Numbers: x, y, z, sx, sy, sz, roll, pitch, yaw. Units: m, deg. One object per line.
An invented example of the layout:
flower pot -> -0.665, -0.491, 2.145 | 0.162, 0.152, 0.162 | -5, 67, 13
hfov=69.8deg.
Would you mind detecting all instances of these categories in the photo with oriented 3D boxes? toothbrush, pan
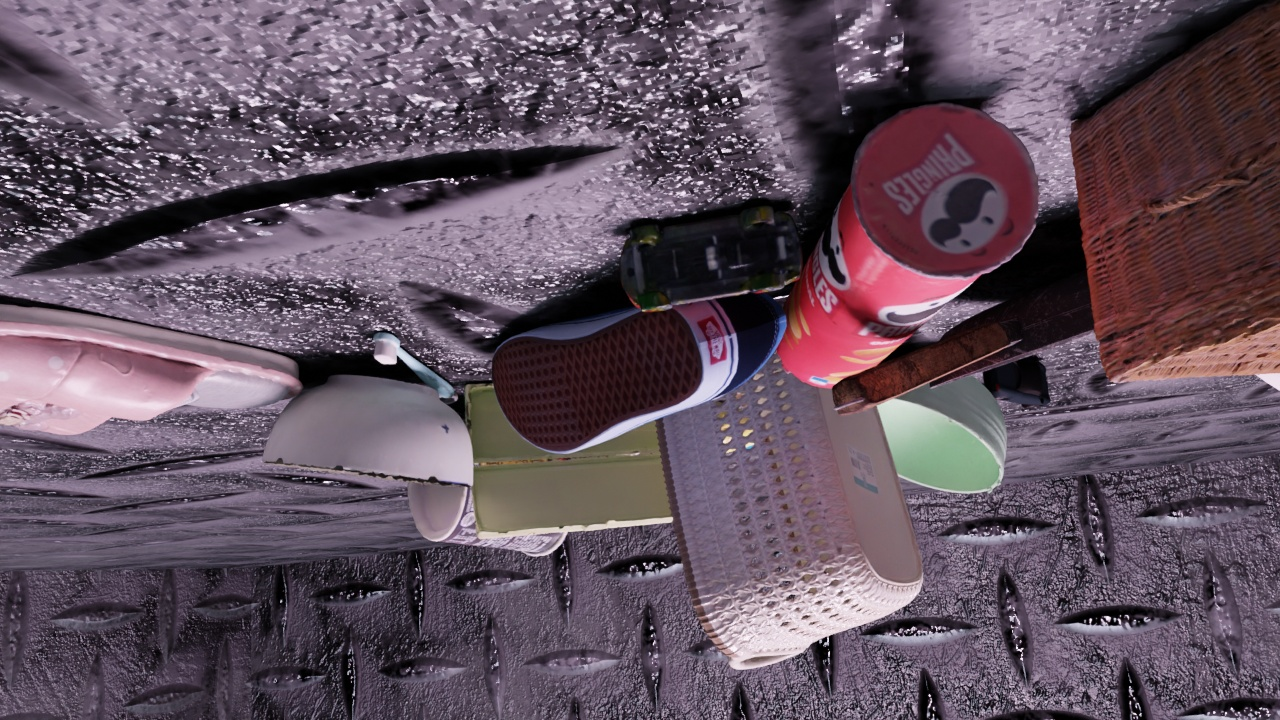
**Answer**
toothbrush -> -0.163, 0.009, 0.677 | 0.016, 0.016, 0.181 | -2, 168, 2
pan -> 0.216, -0.019, 0.516 | 0.356, 0.040, 0.208 | -10, 168, -41

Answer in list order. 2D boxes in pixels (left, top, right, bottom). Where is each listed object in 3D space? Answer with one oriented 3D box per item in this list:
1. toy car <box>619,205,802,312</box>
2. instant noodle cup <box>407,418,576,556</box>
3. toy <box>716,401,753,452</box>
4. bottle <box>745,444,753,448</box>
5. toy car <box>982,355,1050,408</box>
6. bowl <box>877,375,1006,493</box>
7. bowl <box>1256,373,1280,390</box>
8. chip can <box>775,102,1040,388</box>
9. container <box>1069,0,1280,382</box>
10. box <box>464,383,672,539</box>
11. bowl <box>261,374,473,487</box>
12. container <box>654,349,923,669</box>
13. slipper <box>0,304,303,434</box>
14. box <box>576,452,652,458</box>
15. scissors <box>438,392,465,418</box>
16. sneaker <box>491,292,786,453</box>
toy car -> 0.034, -0.050, 0.457 | 0.091, 0.042, 0.036 | -9, 176, 6
instant noodle cup -> -0.137, 0.109, 0.826 | 0.112, 0.137, 0.138 | 6, 162, -41
toy -> 0.042, 0.073, 0.910 | 0.154, 0.064, 0.171 | 6, 166, -26
bottle -> 0.151, 0.075, 0.992 | 0.147, 0.051, 0.051 | -17, 162, 39
toy car -> 0.349, 0.017, 0.846 | 0.112, 0.046, 0.034 | 9, 163, -42
bowl -> 0.259, 0.048, 0.821 | 0.151, 0.076, 0.151 | 26, 157, 12
bowl -> 0.401, -0.032, 0.541 | 0.066, 0.116, 0.116 | 21, 171, 12
chip can -> 0.117, -0.040, 0.466 | 0.073, 0.073, 0.233 | -5, 167, -1
container -> 0.283, -0.060, 0.358 | 0.198, 0.112, 0.114 | 0, 165, -21
box -> -0.049, 0.078, 0.761 | 0.187, 0.141, 0.044 | -4, 151, -16
bowl -> -0.199, 0.053, 0.690 | 0.153, 0.072, 0.153 | 6, 170, 1
container -> 0.113, 0.100, 0.714 | 0.143, 0.246, 0.184 | -24, 155, 31
slipper -> -0.328, 0.014, 0.547 | 0.114, 0.054, 0.274 | -15, 165, 34
box -> -0.033, 0.108, 0.901 | 0.117, 0.049, 0.206 | 29, 165, -23
scissors -> -0.189, 0.048, 0.828 | 0.095, 0.014, 0.171 | -5, 163, -8
sneaker -> -0.003, 0.003, 0.584 | 0.098, 0.083, 0.242 | -18, -178, -38
